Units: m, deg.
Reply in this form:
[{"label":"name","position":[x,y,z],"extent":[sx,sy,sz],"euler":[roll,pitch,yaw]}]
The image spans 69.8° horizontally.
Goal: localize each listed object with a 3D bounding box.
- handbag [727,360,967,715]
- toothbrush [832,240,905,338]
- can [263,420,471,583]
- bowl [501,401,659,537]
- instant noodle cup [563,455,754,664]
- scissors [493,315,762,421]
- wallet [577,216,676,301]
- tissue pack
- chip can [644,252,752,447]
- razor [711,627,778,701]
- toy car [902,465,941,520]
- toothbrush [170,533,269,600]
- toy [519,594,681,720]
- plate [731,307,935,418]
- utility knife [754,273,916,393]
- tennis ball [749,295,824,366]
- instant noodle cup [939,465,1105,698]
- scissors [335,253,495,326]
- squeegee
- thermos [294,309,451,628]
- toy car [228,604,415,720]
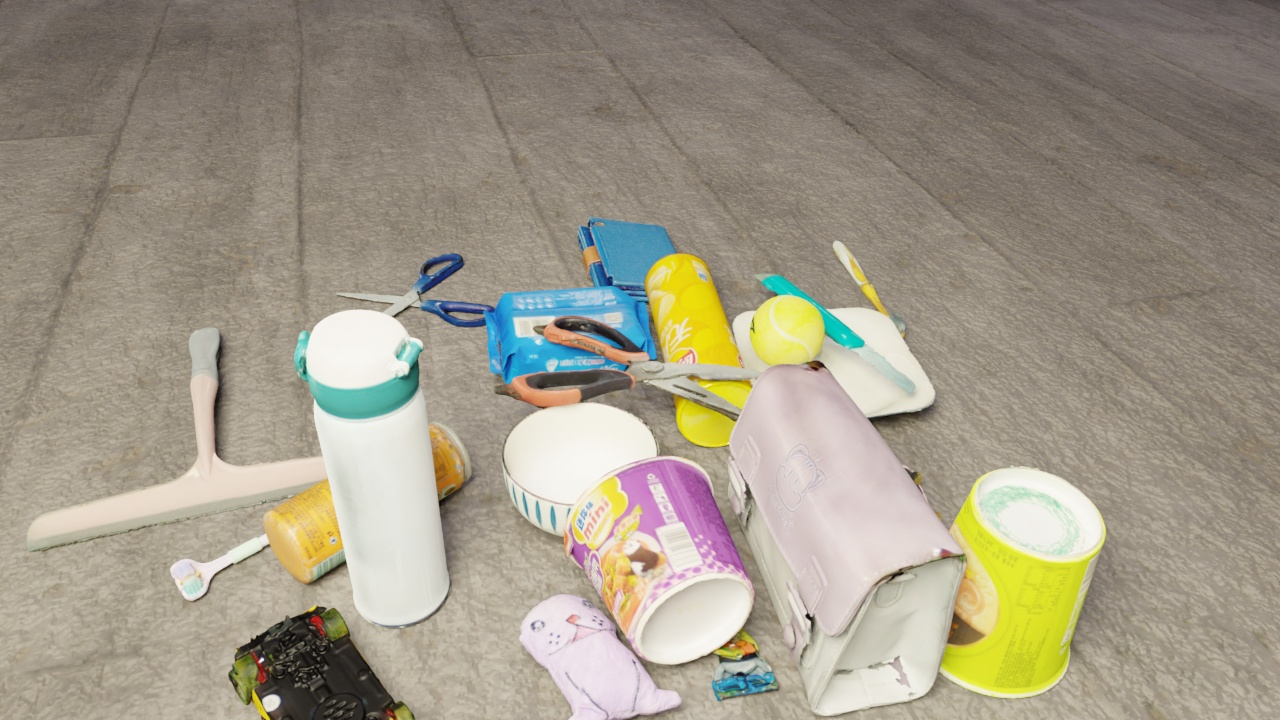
[{"label":"handbag","position":[0.125,0.112,0.616],"extent":[0.098,0.145,0.196],"euler":[-4,37,-14]},{"label":"toothbrush","position":[0.243,-0.083,0.985],"extent":[0.016,0.018,0.191],"euler":[-3,37,-11]},{"label":"can","position":[-0.198,0.101,0.677],"extent":[0.058,0.058,0.145],"euler":[31,45,31]},{"label":"bowl","position":[-0.045,0.091,0.695],"extent":[0.116,0.066,0.116],"euler":[1,36,-1]},{"label":"instant noodle cup","position":[0.017,0.136,0.604],"extent":[0.111,0.112,0.099],"euler":[-11,40,-19]},{"label":"scissors","position":[-0.011,0.007,0.744],"extent":[0.226,0.015,0.189],"euler":[-8,31,-12]},{"label":"wallet","position":[-0.007,-0.106,0.983],"extent":[0.106,0.040,0.133],"euler":[1,36,-17]},{"label":"tissue pack","position":[-0.065,-0.022,0.856],"extent":[0.157,0.052,0.094],"euler":[-4,40,-10]},{"label":"chip can","position":[0.052,-0.016,0.841],"extent":[0.072,0.072,0.213],"euler":[-2,36,-7]},{"label":"razor","position":[0.056,0.167,0.639],"extent":[0.042,0.022,0.142],"euler":[-4,37,-11]},{"label":"toy car","position":[0.193,0.112,0.704],"extent":[0.056,0.037,0.122],"euler":[13,20,1]},{"label":"toothbrush","position":[-0.250,0.118,0.684],"extent":[0.188,0.021,0.029],"euler":[-28,89,-37]},{"label":"toy","position":[-0.037,0.192,0.583],"extent":[0.083,0.039,0.108],"euler":[-9,38,-33]},{"label":"plate","position":[0.172,0.009,0.846],"extent":[0.164,0.034,0.163],"euler":[-3,37,-7]},{"label":"utility knife","position":[0.179,-0.030,0.858],"extent":[0.029,0.013,0.223],"euler":[-15,38,-25]},{"label":"tennis ball","position":[0.128,-0.025,0.804],"extent":[0.065,0.066,0.065],"euler":[2,37,-2]},{"label":"instant noodle cup","position":[0.244,0.139,0.605],"extent":[0.111,0.124,0.111],"euler":[2,37,-1]},{"label":"scissors","position":[-0.222,-0.062,0.930],"extent":[0.162,0.012,0.172],"euler":[20,41,21]},{"label":"squeegee","position":[-0.367,0.032,0.774],"extent":[0.247,0.040,0.249],"euler":[-12,39,-18]},{"label":"thermos","position":[-0.166,0.072,0.580],"extent":[0.073,0.225,0.073],"euler":[2,37,-1]},{"label":"toy car","position":[-0.187,0.209,0.548],"extent":[0.071,0.041,0.156],"euler":[-28,45,-34]}]
